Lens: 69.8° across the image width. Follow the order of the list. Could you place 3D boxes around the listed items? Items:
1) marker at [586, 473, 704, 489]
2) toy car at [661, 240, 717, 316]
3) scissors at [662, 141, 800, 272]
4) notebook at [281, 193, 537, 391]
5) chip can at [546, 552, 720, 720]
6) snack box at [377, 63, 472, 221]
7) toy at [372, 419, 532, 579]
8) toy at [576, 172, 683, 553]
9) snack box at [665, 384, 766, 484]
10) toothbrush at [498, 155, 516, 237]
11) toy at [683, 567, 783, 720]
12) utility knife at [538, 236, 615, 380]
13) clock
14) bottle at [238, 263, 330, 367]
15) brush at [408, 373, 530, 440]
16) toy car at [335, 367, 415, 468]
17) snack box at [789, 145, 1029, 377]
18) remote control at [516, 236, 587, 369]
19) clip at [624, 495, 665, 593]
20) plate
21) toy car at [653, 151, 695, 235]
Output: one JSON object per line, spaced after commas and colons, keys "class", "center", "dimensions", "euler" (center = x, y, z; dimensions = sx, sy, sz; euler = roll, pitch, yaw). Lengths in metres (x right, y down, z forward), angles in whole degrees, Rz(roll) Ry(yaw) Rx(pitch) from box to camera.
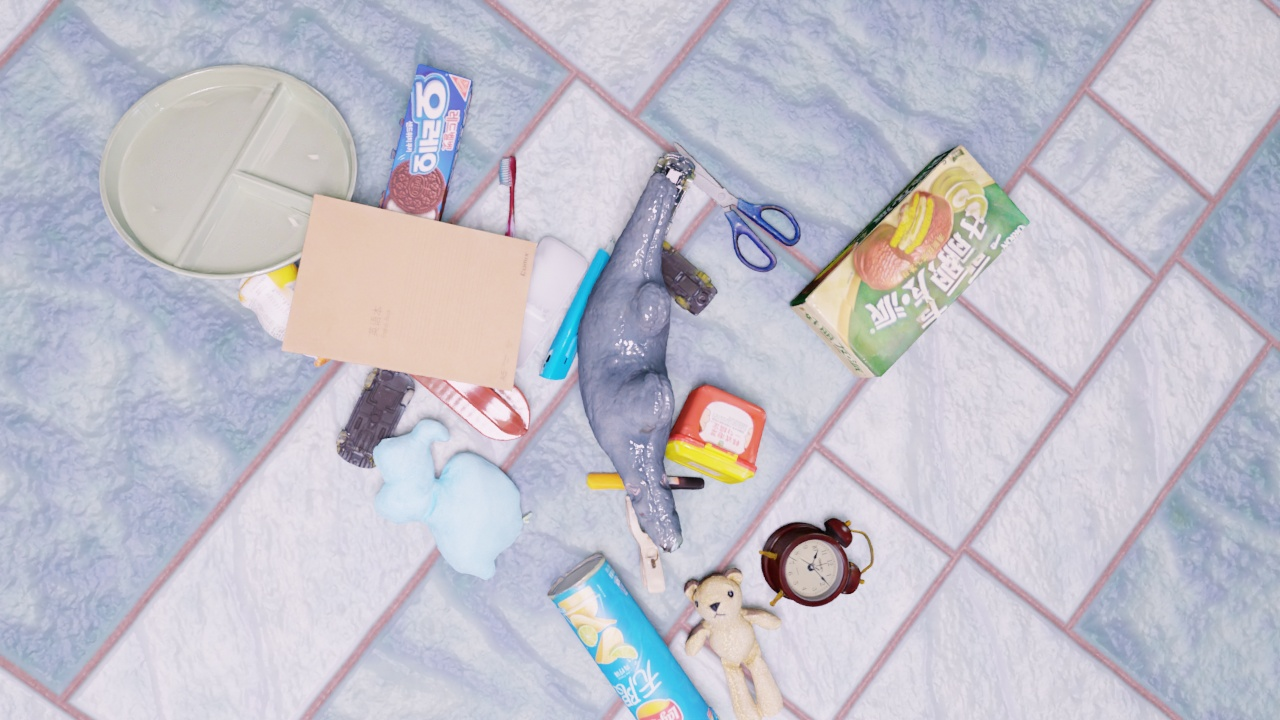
{"class": "marker", "center": [0.006, 0.127, 0.951], "dimensions": [0.124, 0.018, 0.015], "euler": [2, 128, -8]}
{"class": "toy car", "center": [0.035, -0.086, 0.948], "dimensions": [0.090, 0.035, 0.042], "euler": [41, 83, 1]}
{"class": "scissors", "center": [0.100, -0.173, 0.969], "dimensions": [0.126, 0.012, 0.173], "euler": [-20, 91, -5]}
{"class": "notebook", "center": [-0.211, -0.061, 0.861], "dimensions": [0.211, 0.012, 0.149], "euler": [11, 79, -16]}
{"class": "chip can", "center": [-0.006, 0.299, 0.920], "dimensions": [0.071, 0.071, 0.210], "euler": [-35, 93, -7]}
{"class": "snack box", "center": [-0.217, -0.183, 0.906], "dimensions": [0.058, 0.057, 0.207], "euler": [14, 87, -10]}
{"class": "toy", "center": [-0.183, 0.138, 0.909], "dimensions": [0.156, 0.050, 0.161], "euler": [-1, 88, -16]}
{"class": "toy", "center": [-0.005, 0.005, 0.890], "dimensions": [0.091, 0.138, 0.356], "euler": [3, 81, -36]}
{"class": "snack box", "center": [0.078, 0.074, 0.930], "dimensions": [0.091, 0.082, 0.080], "euler": [24, 76, -8]}
{"class": "toothbrush", "center": [-0.136, -0.117, 0.924], "dimensions": [0.017, 0.016, 0.187], "euler": [-2, 81, 14]}
{"class": "toy", "center": [0.097, 0.293, 0.935], "dimensions": [0.105, 0.066, 0.157], "euler": [-21, 84, 10]}
{"class": "utility knife", "center": [-0.060, -0.052, 0.938], "dimensions": [0.018, 0.034, 0.161], "euler": [20, 84, 35]}
{"class": "clock", "center": [0.183, 0.209, 0.952], "dimensions": [0.122, 0.055, 0.082], "euler": [-12, 91, -9]}
{"class": "bottle", "center": [-0.334, -0.045, 0.886], "dimensions": [0.063, 0.063, 0.108], "euler": [-41, 94, -6]}
{"class": "brush", "center": [-0.168, 0.025, 0.903], "dimensions": [0.146, 0.069, 0.063], "euler": [42, 85, -5]}
{"class": "toy car", "center": [-0.261, 0.055, 0.910], "dimensions": [0.049, 0.031, 0.105], "euler": [26, 90, -10]}
{"class": "snack box", "center": [0.281, -0.102, 0.964], "dimensions": [0.240, 0.063, 0.114], "euler": [-44, 96, -6]}
{"class": "remote control", "center": [-0.109, -0.059, 0.936], "dimensions": [0.056, 0.020, 0.136], "euler": [32, 86, -6]}
{"class": "clip", "center": [0.008, 0.186, 0.940], "dimensions": [0.034, 0.070, 0.100], "euler": [-9, 83, -9]}
{"class": "plate", "center": [-0.385, -0.178, 0.870], "dimensions": [0.230, 0.027, 0.229], "euler": [3, 69, -7]}
{"class": "toy car", "center": [0.024, -0.170, 0.948], "dimensions": [0.043, 0.034, 0.091], "euler": [24, 101, -6]}
